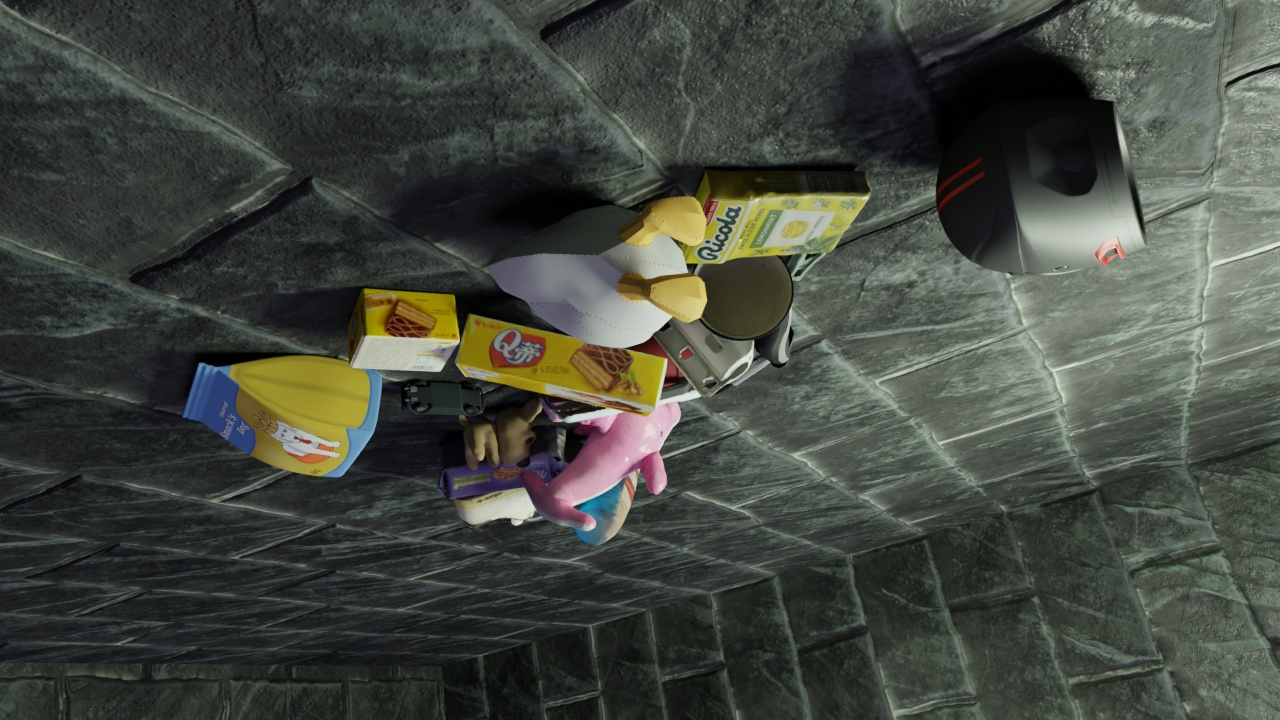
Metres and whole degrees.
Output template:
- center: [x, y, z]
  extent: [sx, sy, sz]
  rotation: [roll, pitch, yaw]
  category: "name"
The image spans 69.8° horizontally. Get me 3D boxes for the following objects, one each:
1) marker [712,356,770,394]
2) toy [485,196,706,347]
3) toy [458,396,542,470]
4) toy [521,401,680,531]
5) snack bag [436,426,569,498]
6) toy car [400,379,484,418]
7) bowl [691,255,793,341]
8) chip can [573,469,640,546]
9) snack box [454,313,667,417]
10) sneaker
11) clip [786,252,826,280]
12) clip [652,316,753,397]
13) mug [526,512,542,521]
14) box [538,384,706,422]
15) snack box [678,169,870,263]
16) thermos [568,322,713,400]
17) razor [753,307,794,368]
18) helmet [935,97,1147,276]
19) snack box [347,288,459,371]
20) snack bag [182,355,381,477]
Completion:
- center: [0.153, 0.019, 1.374]
  extent: [0.022, 0.016, 0.139]
  rotation: [29, 139, -22]
  category: "marker"
- center: [-0.039, -0.079, 0.942]
  extent: [0.246, 0.140, 0.268]
  rotation: [7, 168, -32]
  category: "toy"
- center: [-0.202, 0.110, 1.335]
  extent: [0.108, 0.105, 0.134]
  rotation: [-12, 162, -25]
  category: "toy"
- center: [-0.051, 0.119, 1.311]
  extent: [0.265, 0.187, 0.128]
  rotation: [-40, 137, -20]
  category: "toy"
- center: [-0.211, 0.151, 1.414]
  extent: [0.205, 0.096, 0.058]
  rotation: [-9, 122, -6]
  category: "snack bag"
- center: [-0.266, 0.052, 1.230]
  extent: [0.112, 0.046, 0.034]
  rotation: [4, 151, -27]
  category: "toy car"
- center: [0.111, -0.074, 1.040]
  extent: [0.115, 0.115, 0.059]
  rotation: [-11, 171, -1]
  category: "bowl"
- center: [-0.044, 0.186, 1.409]
  extent: [0.080, 0.229, 0.080]
  rotation: [5, 120, 8]
  category: "chip can"
- center: [-0.091, 0.009, 1.068]
  extent: [0.230, 0.061, 0.110]
  rotation: [13, 171, -3]
  category: "snack box"
- center: [-0.181, 0.210, 1.476]
  extent: [0.241, 0.089, 0.102]
  rotation: [-18, 119, -23]
  category: "sneaker"
- center: [0.189, -0.118, 1.077]
  extent: [0.035, 0.023, 0.075]
  rotation: [-5, 157, -16]
  category: "clip"
- center: [0.096, -0.046, 1.090]
  extent: [0.151, 0.125, 0.091]
  rotation: [-38, 161, 4]
  category: "clip"
- center: [-0.192, 0.228, 1.586]
  extent: [0.111, 0.081, 0.117]
  rotation: [5, 117, -39]
  category: "mug"
- center: [-0.026, 0.050, 1.228]
  extent: [0.201, 0.045, 0.154]
  rotation: [-11, -161, -16]
  category: "box"
- center: [0.140, -0.149, 0.958]
  extent: [0.180, 0.045, 0.121]
  rotation: [-4, 156, -15]
  category: "snack box"
- center: [-0.007, 0.007, 1.164]
  extent: [0.198, 0.108, 0.084]
  rotation: [-6, 144, -6]
  category: "thermos"
- center: [0.176, -0.044, 1.205]
  extent: [0.060, 0.057, 0.156]
  rotation: [-42, 157, -8]
  category: "razor"
- center: [0.377, -0.162, 0.885]
  extent: [0.170, 0.164, 0.264]
  rotation: [-12, 169, 32]
  category: "helmet"
- center: [-0.266, -0.032, 1.023]
  extent: [0.105, 0.061, 0.084]
  rotation: [3, 153, -28]
  category: "snack box"
- center: [-0.441, 0.061, 1.123]
  extent: [0.205, 0.102, 0.159]
  rotation: [15, 147, -26]
  category: "snack bag"
